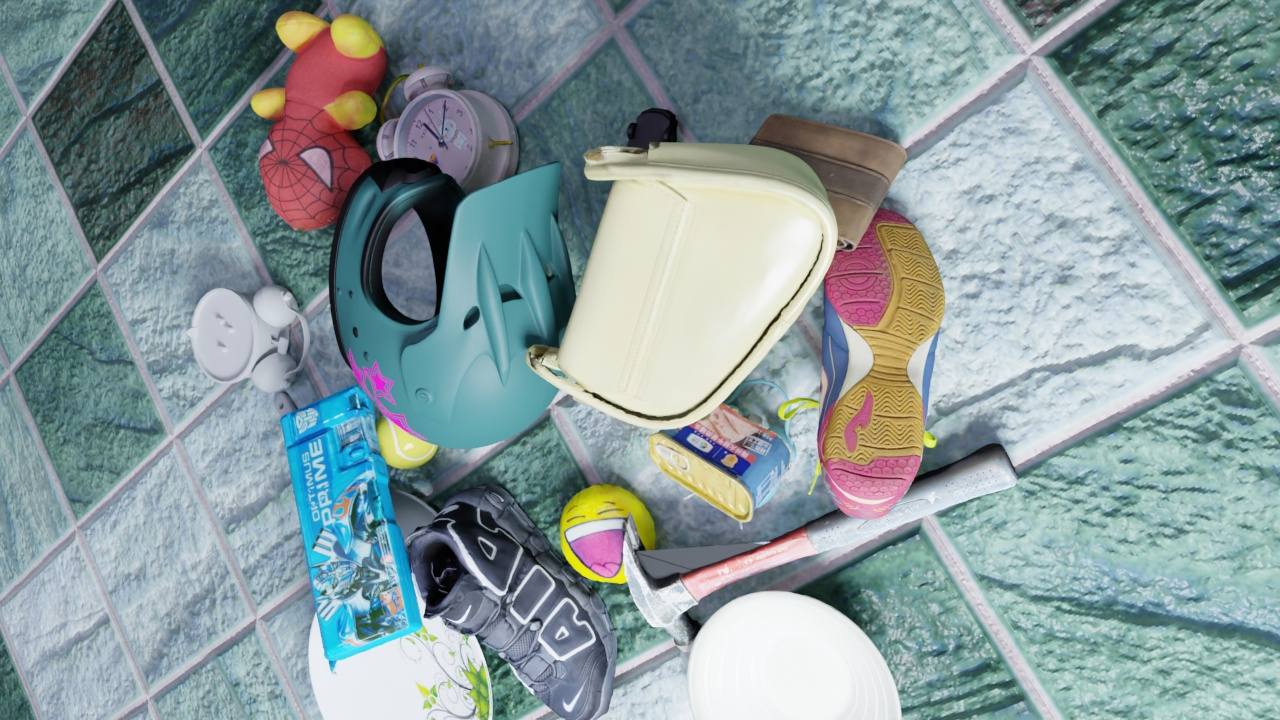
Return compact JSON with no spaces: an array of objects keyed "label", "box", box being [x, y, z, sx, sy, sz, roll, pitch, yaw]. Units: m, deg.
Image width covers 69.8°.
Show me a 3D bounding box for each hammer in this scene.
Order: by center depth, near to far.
[{"label":"hammer","box":[0.133,0.136,0.736,0.327,0.036,0.140,-26,114,21]}]

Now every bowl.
[{"label":"bowl","box":[0.130,0.269,0.753,0.177,0.057,0.176,2,95,27]}]

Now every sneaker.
[{"label":"sneaker","box":[0.166,0.000,0.693,0.116,0.091,0.241,4,66,13]},{"label":"sneaker","box":[-0.126,0.229,0.830,0.097,0.150,0.252,-44,75,22]}]

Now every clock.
[{"label":"clock","box":[0.088,0.074,0.776,0.087,0.042,0.123,26,100,23]},{"label":"clock","box":[-0.193,-0.215,0.885,0.158,0.058,0.117,44,111,18]},{"label":"clock","box":[-0.432,-0.026,1.020,0.159,0.061,0.120,6,96,28]}]

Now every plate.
[{"label":"plate","box":[-0.236,0.314,0.918,0.230,0.030,0.229,3,97,26]}]

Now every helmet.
[{"label":"helmet","box":[-0.148,-0.048,0.788,0.200,0.175,0.275,23,126,28]}]

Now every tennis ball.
[{"label":"tennis ball","box":[-0.235,0.077,0.924,0.065,0.065,0.065,2,94,27]}]

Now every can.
[{"label":"can","box":[0.062,0.073,0.719,0.100,0.058,0.054,30,149,27]}]

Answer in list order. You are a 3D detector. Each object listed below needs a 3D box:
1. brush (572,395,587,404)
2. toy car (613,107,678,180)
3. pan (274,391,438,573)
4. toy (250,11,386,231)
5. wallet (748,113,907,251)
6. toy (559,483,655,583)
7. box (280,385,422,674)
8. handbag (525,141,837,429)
[{"label":"brush","box":[-0.005,0.005,0.810,0.117,0.049,0.039,-32,61,25]},{"label":"toy car","box":[0.008,-0.173,0.798,0.042,0.036,0.091,16,91,27]},{"label":"pan","box":[-0.315,0.176,0.988,0.201,0.050,0.356,-44,77,23]},{"label":"toy","box":[-0.320,-0.237,0.928,0.148,0.098,0.216,17,100,36]},{"label":"wallet","box":[0.132,-0.142,0.715,0.121,0.027,0.098,23,68,25]},{"label":"toy","box":[-0.031,0.159,0.838,0.096,0.041,0.094,-16,90,25]},{"label":"box","box":[-0.302,0.166,0.881,0.171,0.070,0.243,-35,64,33]},{"label":"handbag","box":[0.029,-0.055,0.674,0.191,0.088,0.233,21,122,-2]}]
